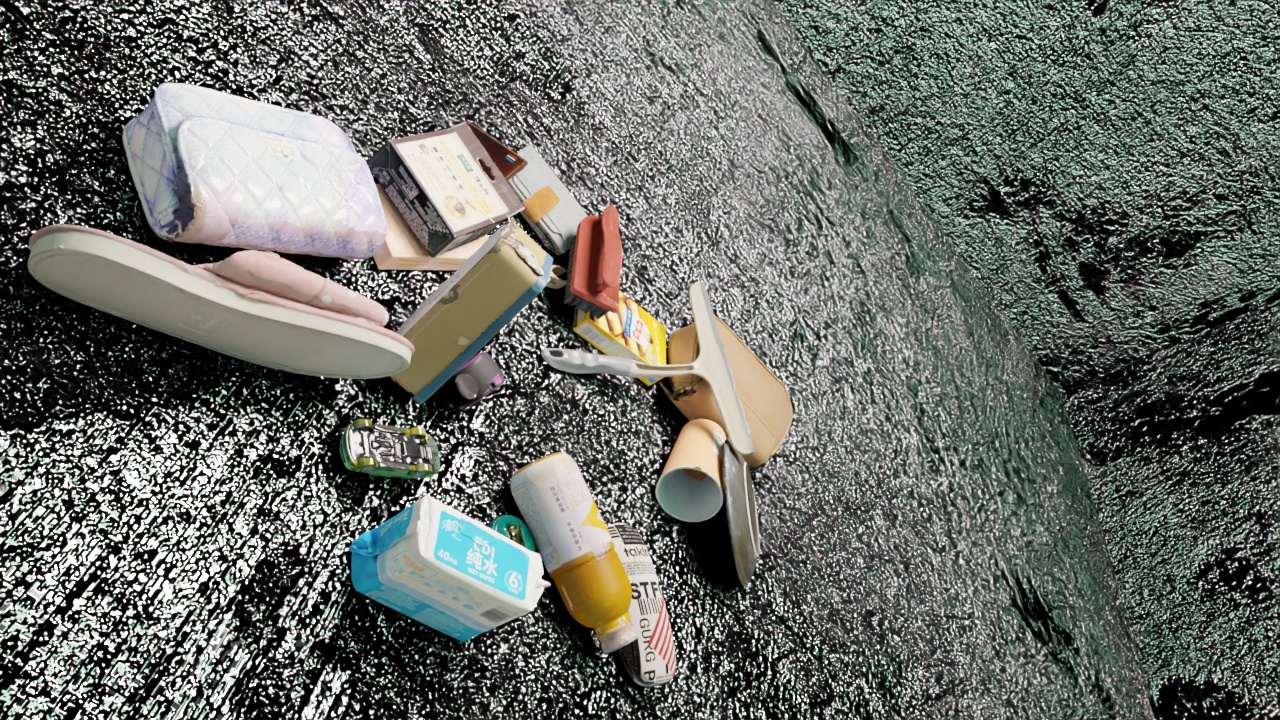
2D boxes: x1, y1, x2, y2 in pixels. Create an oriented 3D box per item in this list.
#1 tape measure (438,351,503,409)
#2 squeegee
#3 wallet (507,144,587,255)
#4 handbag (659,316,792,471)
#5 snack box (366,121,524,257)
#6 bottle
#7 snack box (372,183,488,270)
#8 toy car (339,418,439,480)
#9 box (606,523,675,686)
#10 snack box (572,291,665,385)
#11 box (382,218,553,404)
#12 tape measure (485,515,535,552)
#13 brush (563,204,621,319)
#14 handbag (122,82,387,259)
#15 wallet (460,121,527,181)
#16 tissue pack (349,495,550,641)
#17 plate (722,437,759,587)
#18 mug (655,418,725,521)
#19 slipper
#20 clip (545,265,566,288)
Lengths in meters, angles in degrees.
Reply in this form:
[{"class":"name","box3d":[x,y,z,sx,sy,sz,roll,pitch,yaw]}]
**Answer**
[{"class":"tape measure","box3d":[-0.159,0.021,0.871,0.057,0.057,0.039,-42,102,-36]},{"class":"squeegee","box3d":[-0.006,0.006,1.081,0.246,0.039,0.246,3,57,-28]},{"class":"wallet","box3d":[-0.119,-0.202,1.146,0.130,0.037,0.106,51,31,-13]},{"class":"handbag","box3d":[0.110,0.046,1.212,0.204,0.100,0.147,45,41,-23]},{"class":"snack box","box3d":[-0.197,-0.177,0.938,0.113,0.053,0.125,56,29,-4]},{"class":"bottle","box3d":[-0.058,0.182,0.868,0.067,0.068,0.189,-14,75,-58]},{"class":"snack box","box3d":[-0.221,-0.136,0.947,0.157,0.026,0.084,-9,71,-58]},{"class":"toy car","box3d":[-0.210,0.078,0.767,0.091,0.036,0.043,19,50,-49]},{"class":"box","box3d":[-0.002,0.240,0.914,0.071,0.057,0.164,30,38,-66]},{"class":"snack box","box3d":[-0.023,-0.039,1.149,0.140,0.034,0.086,39,36,-33]},{"class":"box","box3d":[-0.160,-0.040,0.817,0.059,0.185,0.089,42,20,-16]},{"class":"tape measure","box3d":[-0.120,0.168,0.833,0.058,0.025,0.054,2,63,-56]},{"class":"brush","box3d":[-0.049,-0.123,1.092,0.063,0.069,0.145,26,43,-25]},{"class":"handbag","box3d":[-0.318,-0.153,0.772,0.193,0.076,0.134,-4,67,-56]},{"class":"wallet","box3d":[-0.194,-0.229,1.050,0.096,0.020,0.122,32,35,1]},{"class":"tissue pack","box3d":[-0.150,0.166,0.726,0.140,0.090,0.063,37,37,-32]},{"class":"plate","box3d":[0.125,0.180,1.103,0.179,0.024,0.179,-8,89,-78]},{"class":"mug","box3d":[0.068,0.125,1.100,0.078,0.078,0.122,50,28,-16]},{"class":"slipper","box3d":[-0.295,-0.046,0.681,0.274,0.114,0.054,20,60,-38]},{"class":"clip","box3d":[-0.117,-0.091,1.058,0.103,0.035,0.092,37,32,-46]}]
